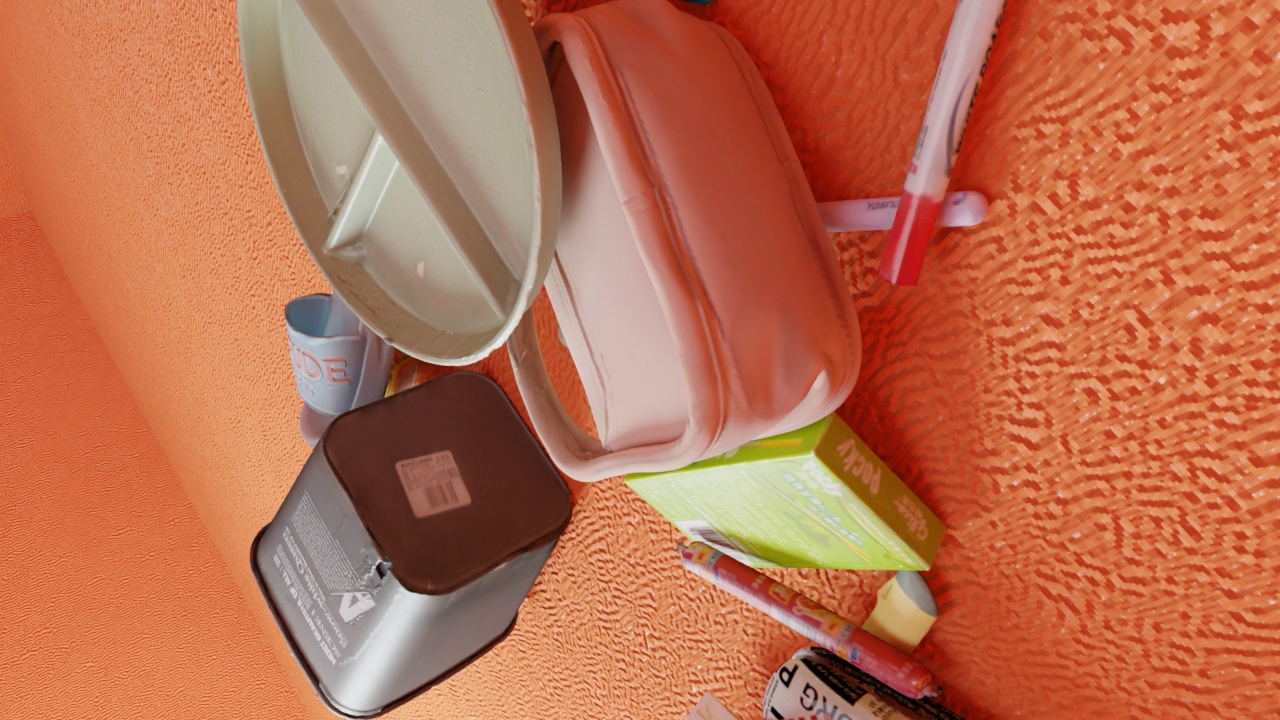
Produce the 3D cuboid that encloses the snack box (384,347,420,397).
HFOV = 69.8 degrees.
[{"bbox_3d":[-0.252,0.004,0.859,0.087,0.033,0.141,42,145,9],"label":"snack box"}]

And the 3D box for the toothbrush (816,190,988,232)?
[{"bbox_3d":[0.065,-0.064,0.406,0.021,0.029,0.189,33,164,-37],"label":"toothbrush"}]

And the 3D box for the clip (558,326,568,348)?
[{"bbox_3d":[0.007,0.000,0.527,0.103,0.076,0.035,51,147,37],"label":"clip"}]

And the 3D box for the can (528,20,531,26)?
[{"bbox_3d":[-0.085,-0.164,0.463,0.058,0.057,0.147,23,151,45],"label":"can"}]

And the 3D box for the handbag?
[{"bbox_3d":[-0.017,-0.030,0.444,0.235,0.093,0.193,-39,68,55],"label":"handbag"}]

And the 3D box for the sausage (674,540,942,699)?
[{"bbox_3d":[0.081,0.129,0.471,0.156,0.020,0.020,24,131,31],"label":"sausage"}]

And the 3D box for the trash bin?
[{"bbox_3d":[-0.180,0.141,0.735,0.199,0.198,0.220,54,140,15],"label":"trash bin"}]

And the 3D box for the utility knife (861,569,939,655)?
[{"bbox_3d":[0.118,0.158,0.484,0.031,0.019,0.177,48,143,28],"label":"utility knife"}]

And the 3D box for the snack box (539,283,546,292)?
[{"bbox_3d":[-0.092,-0.123,0.574,0.155,0.027,0.077,50,145,20],"label":"snack box"}]

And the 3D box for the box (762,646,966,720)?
[{"bbox_3d":[0.143,0.192,0.451,0.164,0.076,0.075,25,120,36],"label":"box"}]

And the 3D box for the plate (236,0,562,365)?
[{"bbox_3d":[-0.115,-0.108,0.422,0.230,0.027,0.231,24,128,35],"label":"plate"}]

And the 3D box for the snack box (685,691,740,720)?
[{"bbox_3d":[0.076,0.237,0.513,0.084,0.026,0.157,42,168,0],"label":"snack box"}]

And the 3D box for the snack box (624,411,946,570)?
[{"bbox_3d":[0.065,0.071,0.461,0.086,0.026,0.157,43,151,-17],"label":"snack box"}]

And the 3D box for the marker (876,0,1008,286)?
[{"bbox_3d":[0.108,-0.093,0.313,0.017,0.017,0.145,35,129,36],"label":"marker"}]

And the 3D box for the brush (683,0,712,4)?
[{"bbox_3d":[-0.063,-0.219,0.457,0.255,0.045,0.083,32,134,32],"label":"brush"}]

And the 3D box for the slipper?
[{"bbox_3d":[-0.240,-0.035,0.731,0.104,0.074,0.246,42,119,47],"label":"slipper"}]
